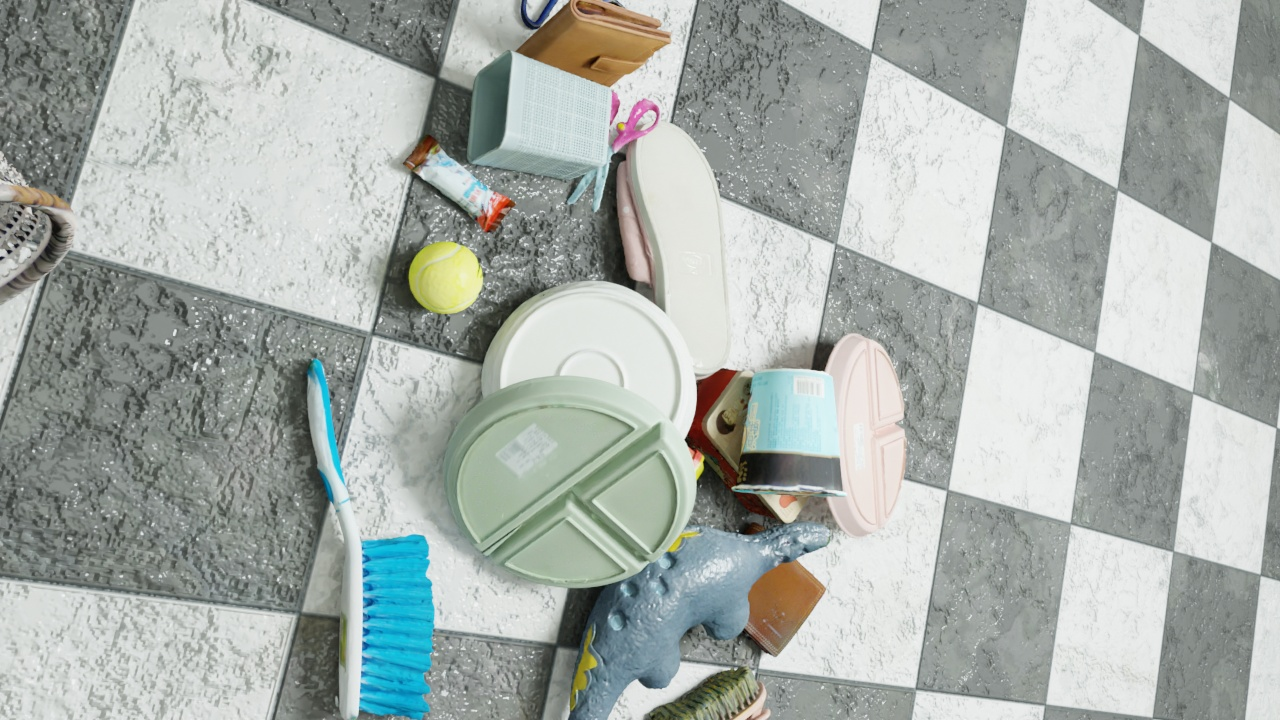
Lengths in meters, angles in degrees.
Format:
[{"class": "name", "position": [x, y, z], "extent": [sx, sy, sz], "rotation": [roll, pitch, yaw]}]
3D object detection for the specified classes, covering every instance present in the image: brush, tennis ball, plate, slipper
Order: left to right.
[{"class": "brush", "position": [-0.237, 0.157, 0.797], "extent": [0.109, 0.061, 0.314], "rotation": [3, 84, -26]}, {"class": "tennis ball", "position": [-0.175, -0.075, 0.827], "extent": [0.065, 0.066, 0.065], "rotation": [1, 88, -29]}, {"class": "plate", "position": [-0.065, 0.118, 0.822], "extent": [0.230, 0.027, 0.230], "rotation": [1, 119, 1]}, {"class": "plate", "position": [-0.047, 0.024, 0.861], "extent": [0.205, 0.045, 0.204], "rotation": [1, 84, -6]}, {"class": "slipper", "position": [0.034, -0.113, 0.949], "extent": [0.114, 0.055, 0.274], "rotation": [-5, 81, -33]}, {"class": "brush", "position": [0.073, 0.378, 0.954], "extent": [0.145, 0.063, 0.073], "rotation": [-24, 96, -29]}, {"class": "plate", "position": [0.254, 0.084, 1.026], "extent": [0.229, 0.028, 0.229], "rotation": [5, 84, -56]}]

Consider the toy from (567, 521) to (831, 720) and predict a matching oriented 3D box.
[{"class": "toy", "position": [0.038, 0.242, 0.914], "extent": [0.355, 0.091, 0.138], "rotation": [-34, 93, -19]}]

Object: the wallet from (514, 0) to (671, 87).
[{"class": "wallet", "position": [-0.047, -0.296, 0.868], "extent": [0.107, 0.132, 0.031], "rotation": [6, 83, -30]}]

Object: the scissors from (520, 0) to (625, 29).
[{"class": "scissors", "position": [-0.061, -0.387, 0.930], "extent": [0.162, 0.012, 0.176], "rotation": [-39, 106, -24]}]

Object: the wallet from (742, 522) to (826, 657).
[{"class": "wallet", "position": [0.136, 0.254, 1.011], "extent": [0.124, 0.032, 0.101], "rotation": [46, 71, -19]}]

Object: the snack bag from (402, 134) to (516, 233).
[{"class": "snack bag", "position": [-0.168, -0.164, 0.856], "extent": [0.104, 0.026, 0.048], "rotation": [41, 58, -22]}]

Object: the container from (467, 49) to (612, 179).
[{"class": "container", "position": [-0.093, -0.225, 0.865], "extent": [0.111, 0.090, 0.090], "rotation": [7, 85, -31]}]

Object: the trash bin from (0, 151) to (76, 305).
[{"class": "trash bin", "position": [-0.516, -0.124, 0.571], "extent": [0.227, 0.228, 0.192], "rotation": [-31, 90, -26]}]

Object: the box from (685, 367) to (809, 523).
[{"class": "box", "position": [0.111, 0.091, 0.984], "extent": [0.168, 0.077, 0.091], "rotation": [49, 66, -25]}]

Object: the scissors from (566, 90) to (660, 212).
[{"class": "scissors", "position": [-0.042, -0.214, 0.925], "extent": [0.093, 0.017, 0.137], "rotation": [37, 90, 18]}]

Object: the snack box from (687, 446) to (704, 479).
[{"class": "snack box", "position": [0.006, 0.110, 0.916], "extent": [0.080, 0.082, 0.091], "rotation": [42, 71, -11]}]

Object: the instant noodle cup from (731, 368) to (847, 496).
[{"class": "instant noodle cup", "position": [0.147, 0.072, 0.905], "extent": [0.111, 0.111, 0.120], "rotation": [8, 79, -29]}]
